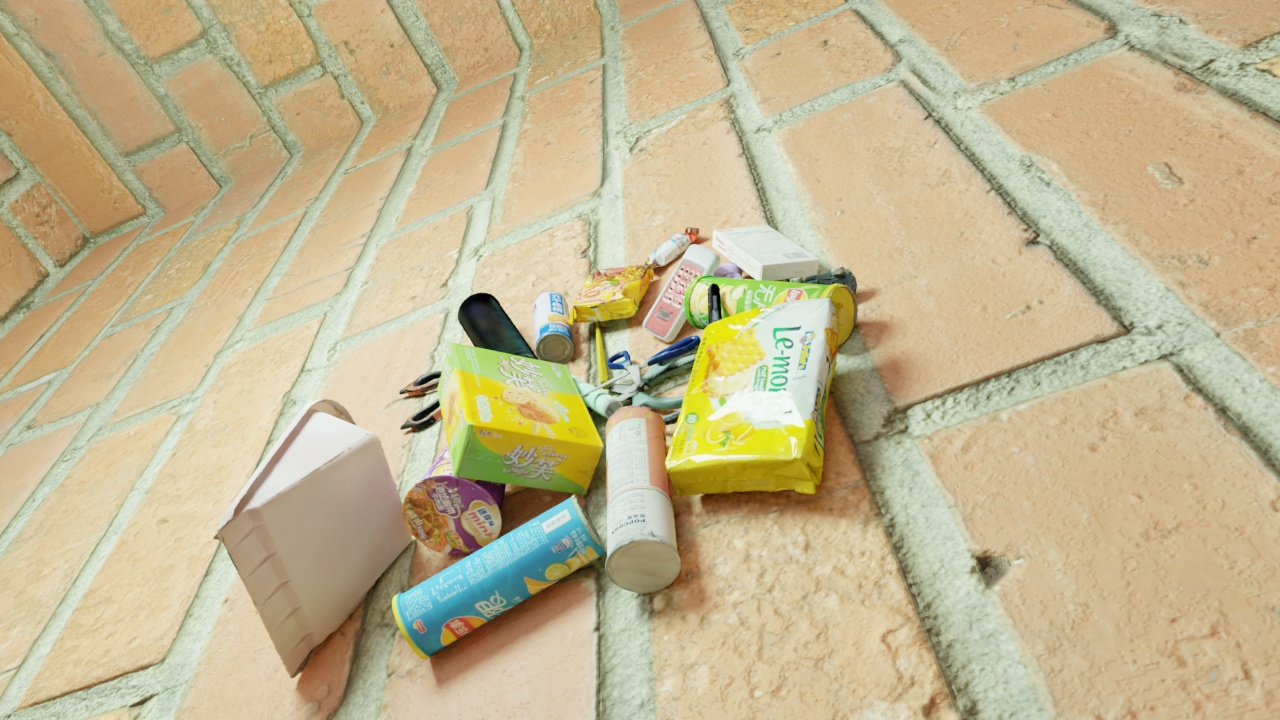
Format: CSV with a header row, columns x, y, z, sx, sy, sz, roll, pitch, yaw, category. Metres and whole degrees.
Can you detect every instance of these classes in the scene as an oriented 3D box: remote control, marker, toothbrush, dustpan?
x,y,z,sx,sy,sz,roll,pitch,yaw,category
0.054,-0.090,1.221,0.056,0.020,0.136,33,92,44,remote control
0.091,-0.034,1.106,0.018,0.015,0.124,0,76,-6,marker
-0.080,0.036,1.178,0.225,0.026,0.027,24,97,60,toothbrush
-0.374,0.177,1.037,0.139,0.223,0.272,13,35,30,dustpan
-0.051,-0.016,1.248,0.016,0.016,0.189,-17,30,5,toothbrush

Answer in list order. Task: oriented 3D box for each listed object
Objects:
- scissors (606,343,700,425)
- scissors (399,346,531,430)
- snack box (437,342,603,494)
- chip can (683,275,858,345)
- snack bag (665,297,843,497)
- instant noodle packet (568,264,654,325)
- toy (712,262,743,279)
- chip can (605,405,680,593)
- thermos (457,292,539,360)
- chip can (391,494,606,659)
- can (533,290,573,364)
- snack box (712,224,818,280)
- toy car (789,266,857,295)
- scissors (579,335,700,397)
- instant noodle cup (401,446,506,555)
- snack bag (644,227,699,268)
x,y,z,sx,sy,sz,roll,pitch,yaw,category
0.026,0.038,1.110,0.170,0.019,0.181,-26,28,3,scissors
-0.266,0.030,1.347,0.227,0.015,0.188,-11,36,23,scissors
-0.147,0.064,1.076,0.157,0.070,0.210,12,23,-23,snack box
0.151,-0.064,1.119,0.222,0.072,0.072,10,47,44,chip can
0.127,0.040,0.966,0.158,0.068,0.245,-9,45,31,snack bag
-0.044,-0.095,1.319,0.111,0.044,0.128,-9,28,18,instant noodle packet
0.093,-0.103,1.248,0.108,0.039,0.083,-17,23,16,toy
-0.002,0.135,0.945,0.071,0.071,0.214,-21,32,10,chip can
-0.204,-0.018,1.291,0.089,0.068,0.242,-2,28,-26,thermos
-0.141,0.218,0.930,0.210,0.071,0.071,-29,32,-5,chip can
-0.127,-0.049,1.322,0.053,0.053,0.134,-23,32,6,can
0.166,-0.147,1.242,0.084,0.027,0.156,-8,26,-17,snack box
0.223,-0.088,1.131,0.091,0.043,0.034,-13,0,30,toy car
-0.006,0.006,1.137,0.172,0.012,0.162,-27,16,-20,scissors
-0.203,0.149,1.049,0.112,0.111,0.099,-17,26,16,instant noodle cup
0.045,-0.168,1.394,0.104,0.026,0.048,-37,21,-17,snack bag
